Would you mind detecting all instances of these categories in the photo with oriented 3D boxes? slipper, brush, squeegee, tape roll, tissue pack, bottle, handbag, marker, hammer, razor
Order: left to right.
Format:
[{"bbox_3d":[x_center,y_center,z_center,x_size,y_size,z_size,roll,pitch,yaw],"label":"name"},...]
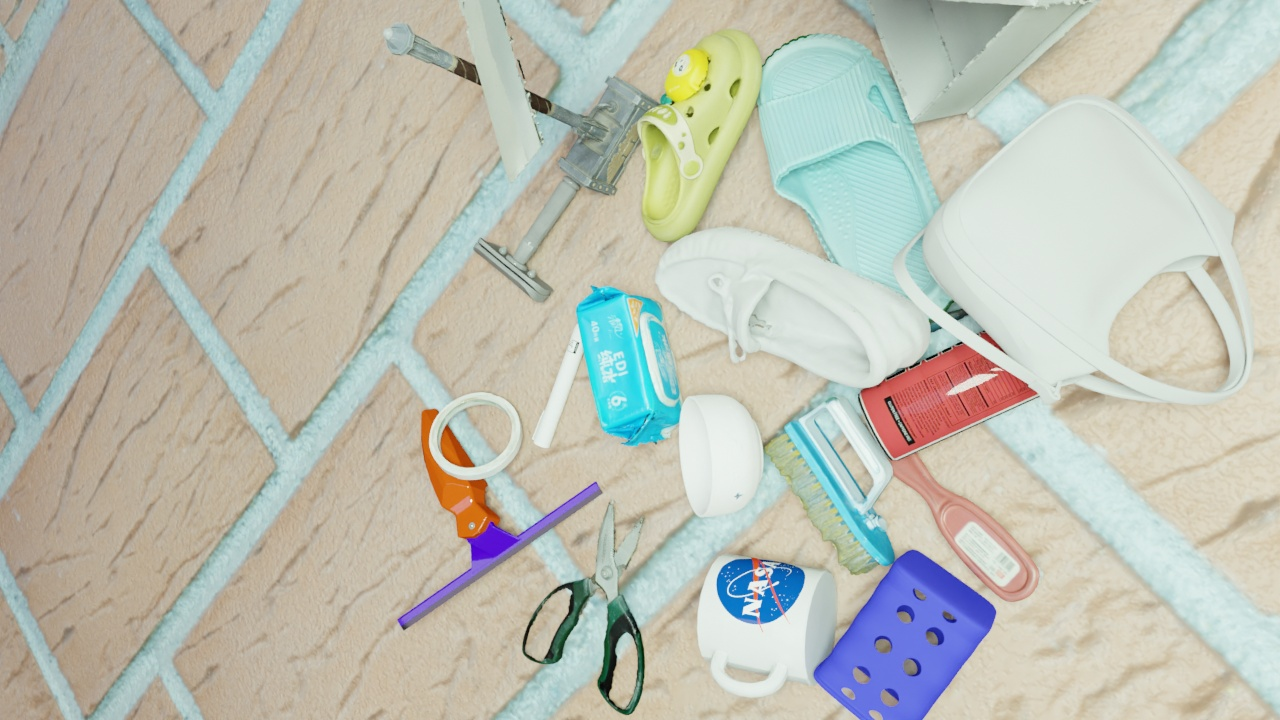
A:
[{"bbox_3d":[-0.184,0.125,0.930,0.250,0.055,0.184,-36,61,9],"label":"squeegee"},{"bbox_3d":[-0.164,0.075,0.916,0.093,0.013,0.092,-4,57,5],"label":"tape roll"},{"bbox_3d":[-0.089,-0.209,0.733,0.044,0.321,0.099,40,107,22],"label":"hammer"},{"bbox_3d":[-0.099,-0.129,0.900,0.088,0.047,0.116,39,99,23],"label":"razor"},{"bbox_3d":[-0.077,0.022,0.897,0.020,0.017,0.133,26,101,28],"label":"marker"},{"bbox_3d":[-0.005,0.005,0.818,0.062,0.092,0.144,-14,83,20],"label":"tissue pack"},{"bbox_3d":[0.033,-0.199,0.797,0.091,0.081,0.191,43,117,53],"label":"slipper"},{"bbox_3d":[0.108,-0.040,0.747,0.247,0.074,0.112,25,123,37],"label":"slipper"},{"bbox_3d":[0.169,0.103,0.744,0.075,0.055,0.136,-39,73,27],"label":"brush"},{"bbox_3d":[0.168,-0.153,0.733,0.116,0.069,0.276,-26,72,21],"label":"slipper"},{"bbox_3d":[0.244,0.116,0.720,0.041,0.030,0.172,-53,54,19],"label":"brush"},{"bbox_3d":[0.257,0.013,0.691,0.177,0.062,0.062,-28,76,19],"label":"bottle"},{"bbox_3d":[0.311,-0.051,0.632,0.215,0.096,0.222,-40,79,-9],"label":"handbag"}]

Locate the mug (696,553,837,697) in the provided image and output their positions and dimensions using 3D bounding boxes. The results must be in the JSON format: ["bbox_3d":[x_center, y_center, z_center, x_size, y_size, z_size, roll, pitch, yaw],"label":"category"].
[{"bbox_3d":[0.099,0.221,0.746,0.090,0.121,0.091,3,128,28],"label":"mug"}]

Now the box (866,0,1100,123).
[{"bbox_3d":[0.161,-0.288,0.501,0.149,0.505,0.166,-21,79,22],"label":"box"}]

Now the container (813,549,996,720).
[{"bbox_3d":[0.206,0.218,0.708,0.084,0.085,0.114,36,104,23],"label":"container"}]

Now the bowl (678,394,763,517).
[{"bbox_3d":[0.070,0.079,0.779,0.054,0.105,0.105,-5,86,-13],"label":"bowl"}]

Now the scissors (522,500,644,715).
[{"bbox_3d":[-0.057,0.228,0.886,0.155,0.015,0.209,3,91,29],"label":"scissors"}]

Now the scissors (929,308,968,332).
[{"bbox_3d":[0.197,-0.024,0.752,0.139,0.019,0.129,28,103,27],"label":"scissors"}]
